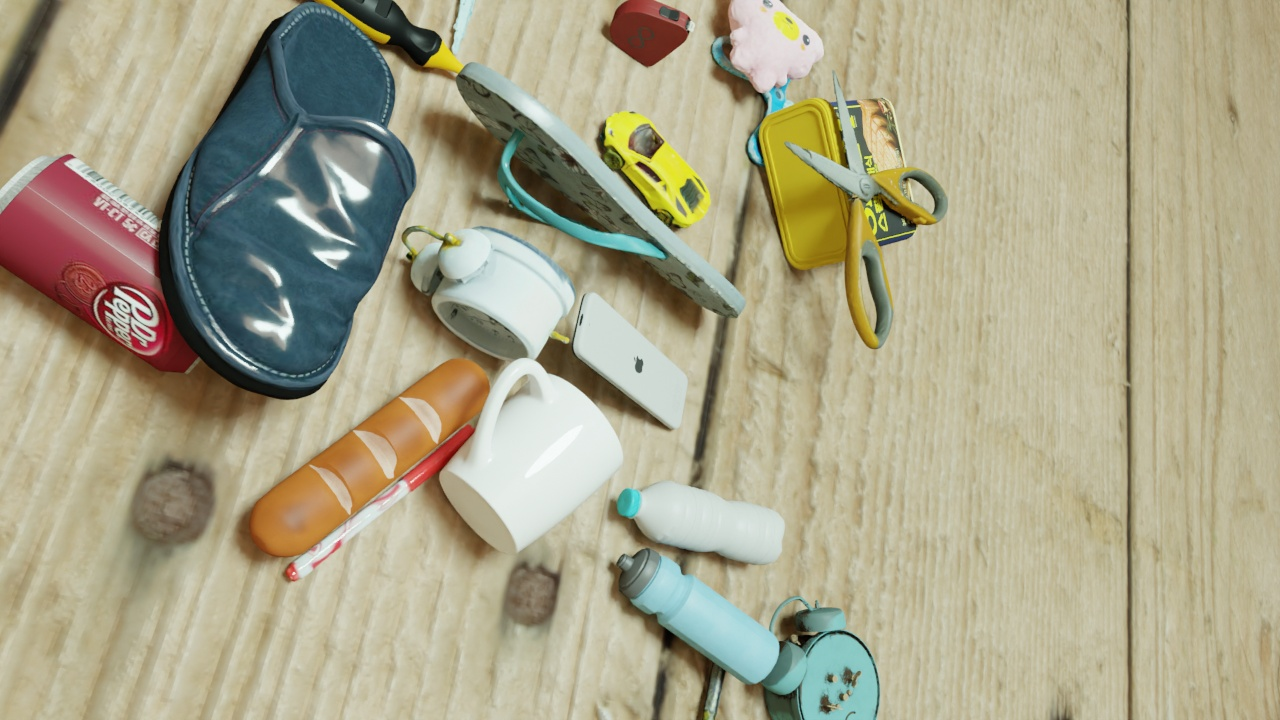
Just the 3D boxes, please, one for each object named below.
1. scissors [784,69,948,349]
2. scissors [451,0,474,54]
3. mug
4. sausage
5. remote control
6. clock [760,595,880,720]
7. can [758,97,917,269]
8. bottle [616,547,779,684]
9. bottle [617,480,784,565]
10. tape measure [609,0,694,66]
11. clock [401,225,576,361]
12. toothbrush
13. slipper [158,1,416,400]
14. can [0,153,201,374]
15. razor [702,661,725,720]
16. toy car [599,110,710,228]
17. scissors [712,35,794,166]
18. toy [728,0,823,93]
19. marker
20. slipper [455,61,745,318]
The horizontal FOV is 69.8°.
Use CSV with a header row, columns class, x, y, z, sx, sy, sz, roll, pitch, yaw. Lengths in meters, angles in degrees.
class,x,y,z,sx,sy,sz,roll,pitch,yaw
scissors,0.188,-0.117,0.743,0.225,0.016,0.229,11,77,-41
scissors,-0.113,-0.292,0.664,0.165,0.024,0.171,17,71,-38
mug,-0.073,0.054,0.560,0.087,0.081,0.114,-42,138,-29
sausage,-0.154,0.054,0.534,0.039,0.045,0.163,50,55,-3
remote control,-0.004,0.004,0.639,0.146,0.008,0.045,41,54,-52
clock,0.130,0.236,0.691,0.089,0.053,0.124,-35,100,-37
can,0.175,-0.157,0.798,0.104,0.075,0.135,-18,96,-40
bottle,0.036,0.174,0.636,0.130,0.040,0.040,38,59,-10
bottle,0.044,0.116,0.662,0.136,0.044,0.044,20,68,-31
tape measure,0.006,-0.260,0.715,0.051,0.059,0.019,28,64,-28
clock,-0.098,-0.049,0.577,0.117,0.083,0.057,38,66,-24
toothbrush,-0.144,-0.209,0.614,0.196,0.031,0.031,26,60,-31
slipper,-0.171,-0.109,0.496,0.109,0.084,0.265,34,46,-39
can,-0.264,-0.047,0.466,0.114,0.063,0.063,40,59,-22
razor,0.053,0.237,0.656,0.042,0.026,0.105,30,59,-25
toy car,0.012,-0.149,0.712,0.107,0.030,0.049,44,58,-18
scissors,0.114,-0.229,0.817,0.134,0.011,0.140,19,68,-33
toy,0.107,-0.274,0.784,0.102,0.050,0.093,39,59,-17
marker,-0.151,0.083,0.550,0.141,0.013,0.013,-40,103,-35
slipper,-0.034,-0.098,0.641,0.268,0.098,0.054,38,84,-32
